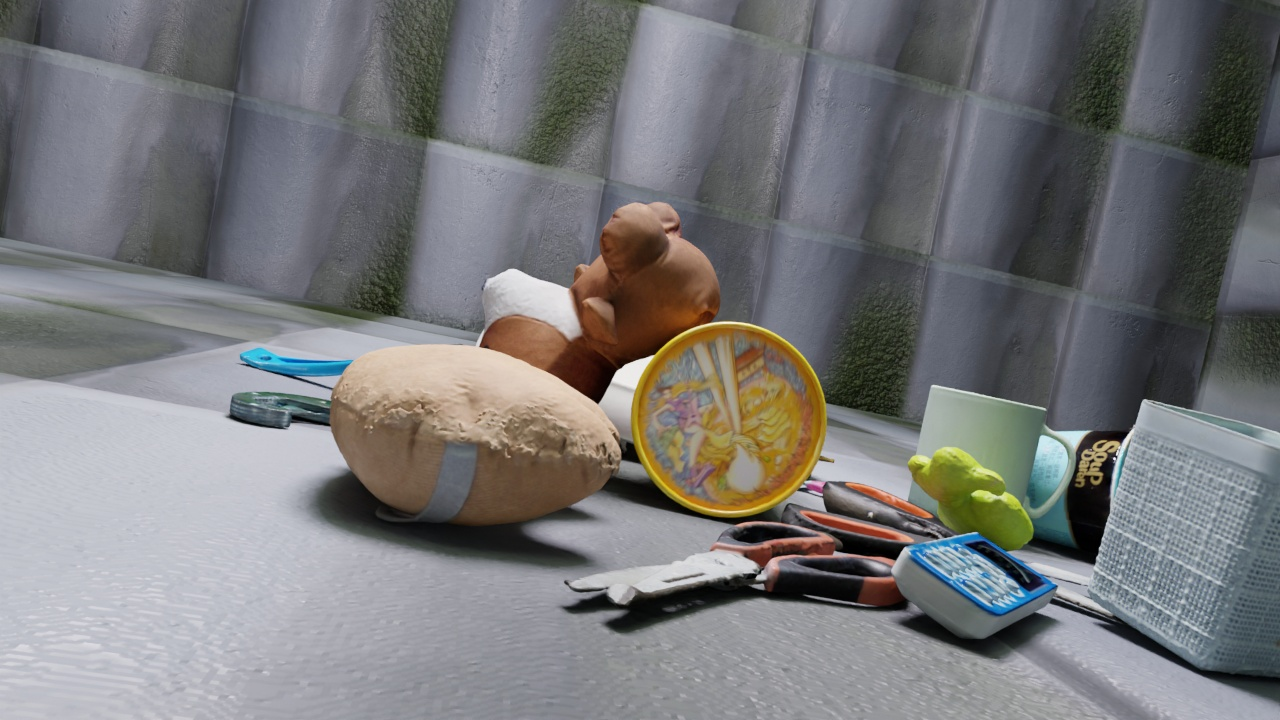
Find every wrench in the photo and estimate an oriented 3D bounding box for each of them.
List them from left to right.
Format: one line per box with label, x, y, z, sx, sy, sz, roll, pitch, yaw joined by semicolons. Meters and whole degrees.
wrench;-0.148;0.044;0.646;0.273;0.016;0.056;10;6;-41

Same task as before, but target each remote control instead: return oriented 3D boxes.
remote control;0.162;0.106;0.440;0.049;0.024;0.124;36;16;34

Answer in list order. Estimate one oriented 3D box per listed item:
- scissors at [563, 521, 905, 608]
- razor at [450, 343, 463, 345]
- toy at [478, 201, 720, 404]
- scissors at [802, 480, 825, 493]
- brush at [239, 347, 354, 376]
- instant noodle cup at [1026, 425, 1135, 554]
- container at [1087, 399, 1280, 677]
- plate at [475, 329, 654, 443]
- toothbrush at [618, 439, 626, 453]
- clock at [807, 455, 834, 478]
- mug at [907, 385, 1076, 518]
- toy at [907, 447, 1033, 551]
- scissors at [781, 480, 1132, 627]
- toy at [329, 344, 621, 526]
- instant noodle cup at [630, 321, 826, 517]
scissors;0.056;0.094;0.404;0.199;0.015;0.205;12;2;-3
razor;-0.112;0.027;0.838;0.167;0.062;0.067;16;27;-28
toy;-0.047;-0.022;0.619;0.130;0.200;0.140;44;15;2
scissors;0.129;0.099;0.747;0.135;0.017;0.133;8;-5;37
brush;-0.241;0.009;0.767;0.255;0.046;0.083;6;19;29
instant noodle cup;0.339;0.101;0.740;0.111;0.111;0.121;10;-5;-44
container;0.292;0.089;0.455;0.090;0.111;0.090;12;10;-19
plate;-0.005;0.005;0.773;0.266;0.034;0.161;19;34;2
toothbrush;-0.099;0.051;0.748;0.181;0.018;0.015;10;7;1
clock;0.115;0.072;0.853;0.122;0.055;0.082;12;3;35
mug;0.268;0.082;0.699;0.112;0.106;0.082;12;1;22
toy;0.226;0.097;0.621;0.100;0.031;0.097;37;-21;-2
scissors;0.185;0.116;0.554;0.227;0.022;0.221;10;8;-25
toy;-0.082;0.035;0.480;0.143;0.082;0.226;17;-1;-1
instant noodle cup;0.054;0.041;0.607;0.118;0.118;0.114;12;-6;2
